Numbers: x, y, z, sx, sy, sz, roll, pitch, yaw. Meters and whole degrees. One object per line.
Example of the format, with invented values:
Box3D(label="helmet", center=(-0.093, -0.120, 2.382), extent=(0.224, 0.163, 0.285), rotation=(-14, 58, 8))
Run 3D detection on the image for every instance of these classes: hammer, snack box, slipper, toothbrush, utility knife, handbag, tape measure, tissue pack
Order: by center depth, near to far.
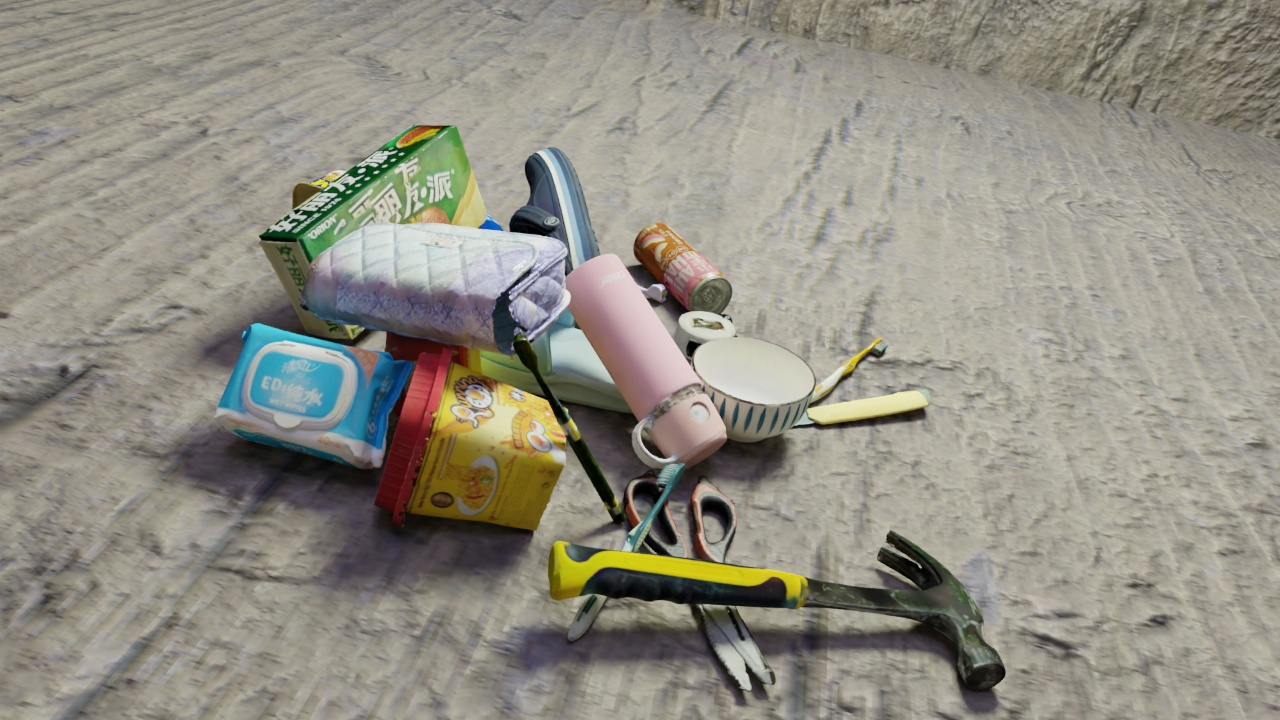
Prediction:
Box3D(label="hammer", center=(0.094, 0.163, 0.657), extent=(0.323, 0.032, 0.126), rotation=(9, 32, -13))
Box3D(label="toothbrush", center=(-0.051, 0.055, 0.688), extent=(0.012, 0.186, 0.017), rotation=(-25, 31, 1))
Box3D(label="toothbrush", center=(-0.009, 0.137, 0.689), extent=(0.018, 0.016, 0.191), rotation=(9, 37, 26))
Box3D(label="tissue pack", center=(-0.258, 0.028, 0.725), extent=(0.140, 0.063, 0.090), rotation=(13, 74, 4))
Box3D(label="handbag", center=(-0.164, -0.066, 0.758), extent=(0.194, 0.076, 0.133), rotation=(9, 32, 24))
Box3D(label="snack box", center=(-0.179, 0.005, 0.801), extent=(0.080, 0.091, 0.082), rotation=(-4, 31, -11))
Box3D(label="slipper", center=(-0.076, -0.016, 0.880), extent=(0.245, 0.074, 0.103), rotation=(16, 33, 6))
Box3D(label="snack box", center=(-0.257, -0.135, 0.919), extent=(0.063, 0.114, 0.239), rotation=(8, 41, 29))
Box3D(label="utility knife", center=(0.213, 0.048, 0.920), extent=(0.198, 0.021, 0.031), rotation=(-3, 30, -23))
Box3D(label="tape measure", center=(0.070, -0.025, 0.979), extent=(0.066, 0.034, 0.065), rotation=(4, 30, -12))
Box3D(label="toothbrush", center=(0.225, 0.011, 0.988), extent=(0.018, 0.016, 0.190), rotation=(36, 37, 21))
Box3D(label="slipper", center=(-0.097, -0.138, 1.041), extent=(0.095, 0.105, 0.252), rotation=(-14, 48, -7))
Box3D(label="toothbrush", center=(-0.050, -0.112, 1.097), extent=(0.189, 0.029, 0.021), rotation=(26, 72, 25))

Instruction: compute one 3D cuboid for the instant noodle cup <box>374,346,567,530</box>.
Box3D(label="instant noodle cup", center=(-0.126, 0.068, 0.704), extent=(0.123, 0.116, 0.116), rotation=(17, 29, -13))

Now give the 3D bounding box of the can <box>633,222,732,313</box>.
Box3D(label="can", center=(0.047, -0.108, 1.082), extent=(0.057, 0.058, 0.147), rotation=(-8, 36, -28))

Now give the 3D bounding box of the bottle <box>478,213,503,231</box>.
Box3D(label="bottle", center=(-0.177, -0.125, 1.033), extent=(0.065, 0.065, 0.218), rotation=(-9, 37, -29))

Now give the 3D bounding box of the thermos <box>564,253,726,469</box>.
Box3D(label="thermos", center=(-0.005, 0.005, 0.810), extent=(0.087, 0.067, 0.198), rotation=(-21, 71, -32))

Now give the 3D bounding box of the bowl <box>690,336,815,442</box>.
Box3D(label="bowl", center=(0.100, 0.034, 0.859), extent=(0.116, 0.066, 0.116), rotation=(7, 32, -4))

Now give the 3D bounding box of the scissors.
Box3D(label="scissors", center=(0.057, 0.157, 0.698), extent=(0.205, 0.015, 0.196), rotation=(27, 34, 24))

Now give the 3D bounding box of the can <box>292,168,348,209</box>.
Box3D(label="can", center=(-0.344, -0.185, 1.088), extent=(0.102, 0.057, 0.083), rotation=(17, 30, 9))
